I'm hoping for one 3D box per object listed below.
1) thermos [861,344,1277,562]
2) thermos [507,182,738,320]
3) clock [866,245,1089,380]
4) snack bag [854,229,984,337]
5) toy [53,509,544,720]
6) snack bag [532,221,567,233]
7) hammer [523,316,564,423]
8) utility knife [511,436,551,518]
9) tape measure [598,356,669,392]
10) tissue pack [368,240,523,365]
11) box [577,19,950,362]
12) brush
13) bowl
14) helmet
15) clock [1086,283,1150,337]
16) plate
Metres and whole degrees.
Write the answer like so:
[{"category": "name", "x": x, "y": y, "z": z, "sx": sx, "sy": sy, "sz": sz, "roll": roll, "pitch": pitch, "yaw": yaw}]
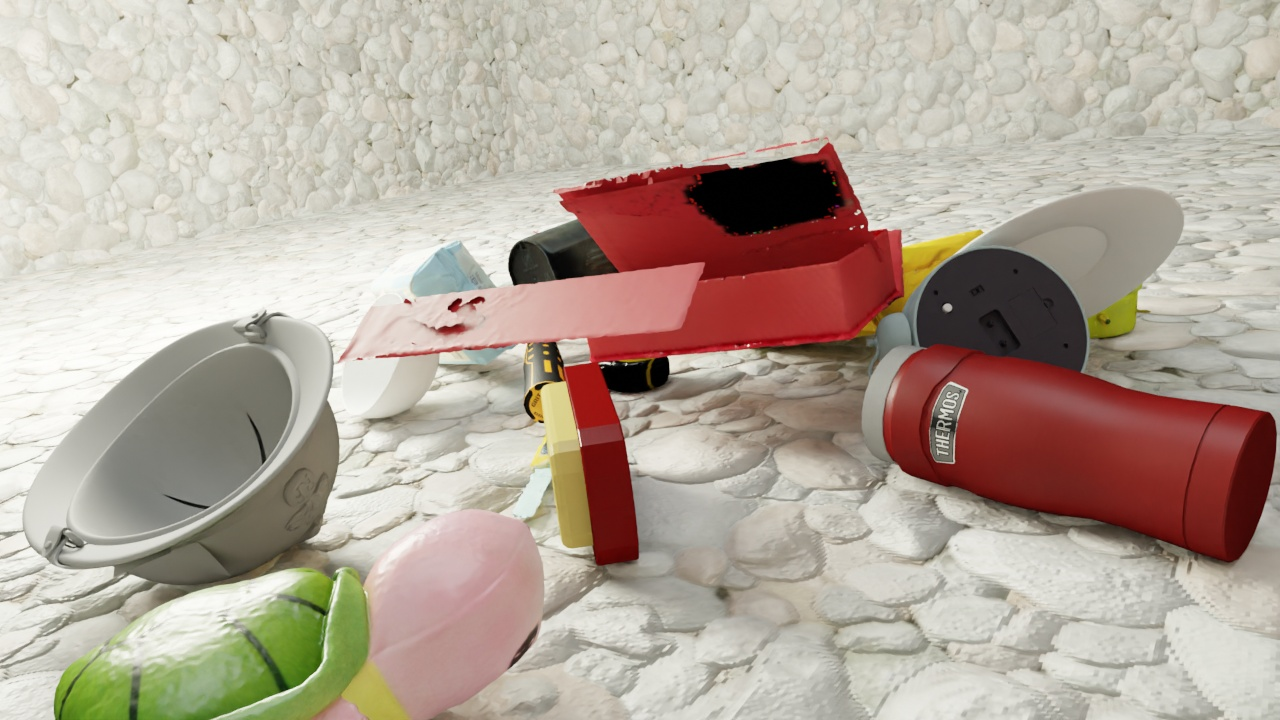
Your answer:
[{"category": "thermos", "x": 0.238, "y": 0.045, "z": 0.525, "sx": 0.107, "sy": 0.084, "sz": 0.199, "roll": 3, "pitch": 8, "yaw": -44}, {"category": "thermos", "x": -0.013, "y": -0.103, "z": 0.830, "sx": 0.220, "sy": 0.098, "sz": 0.098, "roll": -25, "pitch": 24, "yaw": -38}, {"category": "clock", "x": 0.233, "y": -0.010, "z": 0.641, "sx": 0.159, "sy": 0.122, "sz": 0.045, "roll": -28, "pitch": -10, "yaw": -8}, {"category": "snack bag", "x": 0.192, "y": -0.060, "z": 0.839, "sx": 0.159, "sy": 0.068, "sz": 0.248, "roll": -14, "pitch": 4, "yaw": -29}, {"category": "toy", "x": -0.148, "y": 0.130, "z": 0.373, "sx": 0.237, "sy": 0.087, "sz": 0.190, "roll": -17, "pitch": 2, "yaw": -18}, {"category": "snack bag", "x": -0.031, "y": -0.119, "z": 0.984, "sx": 0.131, "sy": 0.039, "sz": 0.143, "roll": 22, "pitch": 12, "yaw": 11}, {"category": "hammer", "x": -0.092, "y": -0.026, "z": 0.846, "sx": 0.036, "sy": 0.123, "sz": 0.320, "roll": -5, "pitch": 21, "yaw": -6}, {"category": "utility knife", "x": -0.062, "y": 0.066, "z": 0.681, "sx": 0.030, "sy": 0.019, "sz": 0.224, "roll": -14, "pitch": 18, "yaw": 10}, {"category": "tape measure", "x": -0.005, "y": 0.005, "z": 0.823, "sx": 0.061, "sy": 0.034, "sz": 0.061, "roll": 8, "pitch": 22, "yaw": 34}, {"category": "tissue pack", "x": -0.194, "y": -0.054, "z": 0.902, "sx": 0.069, "sy": 0.112, "sz": 0.182, "roll": -46, "pitch": 22, "yaw": -21}, {"category": "box", "x": 0.126, "y": -0.167, "z": 0.787, "sx": 0.215, "sy": 0.171, "sz": 0.477, "roll": -4, "pitch": 51, "yaw": 32}, {"category": "brush", "x": -0.035, "y": 0.059, "z": 0.568, "sx": 0.042, "sy": 0.082, "sz": 0.173, "roll": -8, "pitch": 17, "yaw": -6}, {"category": "bowl", "x": -0.217, "y": 0.001, "z": 0.821, "sx": 0.050, "sy": 0.114, "sz": 0.115, "roll": 22, "pitch": -3, "yaw": -37}, {"category": "helmet", "x": -0.247, "y": 0.073, "z": 0.561, "sx": 0.272, "sy": 0.118, "sz": 0.182, "roll": 2, "pitch": 50, "yaw": 40}, {"category": "clock", "x": 0.403, "y": -0.060, "z": 0.843, "sx": 0.083, "sy": 0.057, "sz": 0.119, "roll": -13, "pitch": 18, "yaw": -18}, {"category": "plate", "x": 0.315, "y": -0.069, "z": 0.722, "sx": 0.208, "sy": 0.209, "sz": 0.015, "roll": -9, "pitch": 60, "yaw": -7}]
